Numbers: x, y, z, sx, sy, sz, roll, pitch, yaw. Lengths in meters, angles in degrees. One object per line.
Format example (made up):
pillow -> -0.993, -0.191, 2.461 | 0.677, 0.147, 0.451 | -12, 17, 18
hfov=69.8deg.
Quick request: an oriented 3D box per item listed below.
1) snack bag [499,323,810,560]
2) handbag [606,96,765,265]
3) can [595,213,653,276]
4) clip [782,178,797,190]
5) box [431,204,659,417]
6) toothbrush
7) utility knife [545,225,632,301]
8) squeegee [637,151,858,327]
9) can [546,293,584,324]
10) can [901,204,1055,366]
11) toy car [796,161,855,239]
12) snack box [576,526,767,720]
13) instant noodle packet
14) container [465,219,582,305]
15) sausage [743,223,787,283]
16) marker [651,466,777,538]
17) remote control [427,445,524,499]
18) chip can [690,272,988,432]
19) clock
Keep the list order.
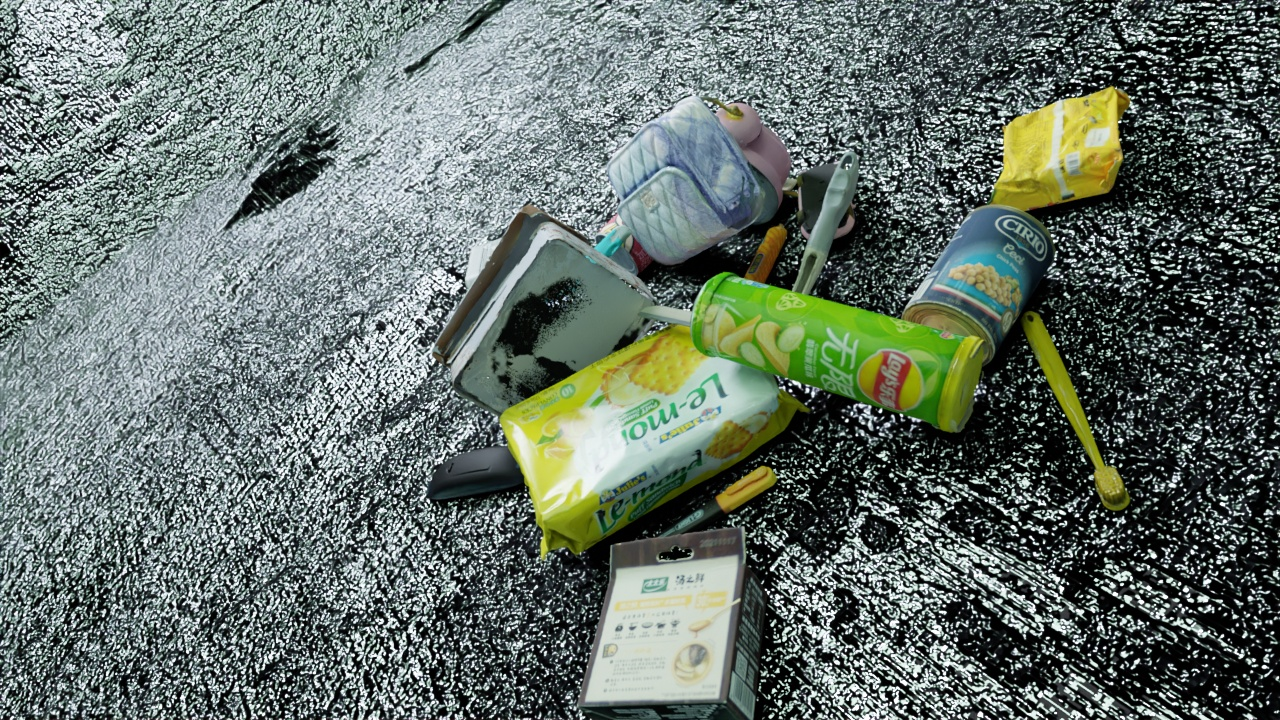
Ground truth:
snack bag -> 0.002, 0.058, 0.789 | 0.246, 0.068, 0.158 | -28, 38, -5
handbag -> 0.036, -0.171, 0.921 | 0.075, 0.134, 0.194 | -37, 6, -16
can -> 0.003, -0.149, 1.046 | 0.093, 0.066, 0.066 | -45, 36, -15
clip -> 0.124, -0.226, 1.036 | 0.034, 0.083, 0.105 | -46, 25, -16
box -> -0.104, -0.045, 0.909 | 0.182, 0.153, 0.178 | -54, 21, 10
toothbrush -> 0.297, 0.026, 0.636 | 0.016, 0.016, 0.189 | -20, 37, 19
utility knife -> -0.080, -0.084, 1.026 | 0.208, 0.013, 0.029 | -42, 46, 29
squeegee -> 0.158, -0.098, 0.843 | 0.247, 0.039, 0.245 | 13, 58, 23
can -> -0.095, -0.039, 1.008 | 0.135, 0.053, 0.053 | -14, 40, 28
can -> 0.262, -0.056, 0.712 | 0.075, 0.075, 0.111 | 13, 57, 47
toy car -> 0.188, -0.159, 0.929 | 0.056, 0.037, 0.122 | -10, 39, 17
snack box -> 0.025, 0.188, 0.638 | 0.113, 0.053, 0.125 | -13, 39, 28
instant noodle packet -> 0.367, -0.181, 0.802 | 0.111, 0.044, 0.128 | -13, 36, 39
container -> -0.132, -0.102, 1.085 | 0.114, 0.090, 0.090 | -21, 37, 14
sausage -> 0.114, -0.081, 0.912 | 0.021, 0.021, 0.164 | -1, 46, 39
marker -> 0.053, 0.121, 0.729 | 0.124, 0.015, 0.018 | -33, 30, 6
remote control -> -0.162, 0.109, 0.913 | 0.137, 0.024, 0.053 | -13, 41, 28
chip can -> 0.144, -0.011, 0.705 | 0.221, 0.073, 0.072 | 18, 58, 28
clock -> 0.092, -0.215, 0.967 | 0.117, 0.158, 0.059 | 4, 58, 46
